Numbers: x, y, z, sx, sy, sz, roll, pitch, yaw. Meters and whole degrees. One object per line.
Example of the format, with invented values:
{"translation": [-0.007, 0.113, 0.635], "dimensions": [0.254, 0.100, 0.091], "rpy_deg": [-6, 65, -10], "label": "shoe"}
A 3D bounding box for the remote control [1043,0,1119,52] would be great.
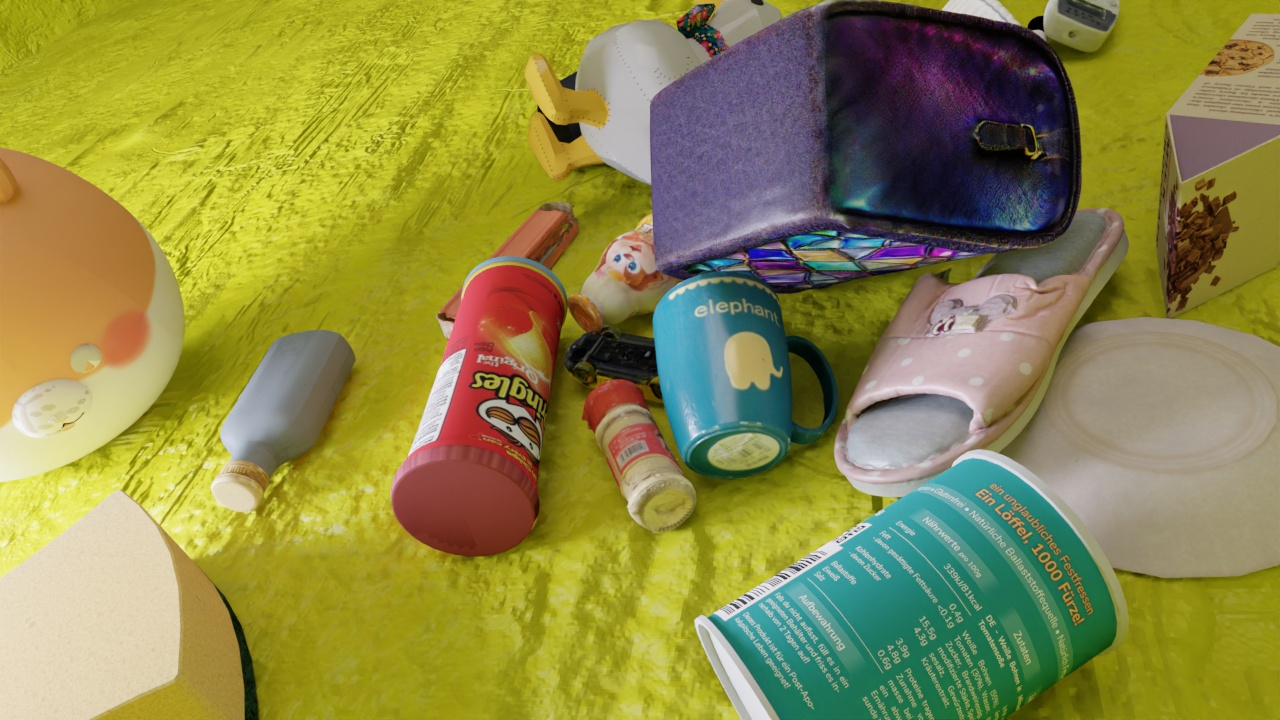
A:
{"translation": [0.401, -0.319, 0.833], "dimensions": [0.060, 0.028, 0.114], "rpy_deg": [28, 50, 10], "label": "remote control"}

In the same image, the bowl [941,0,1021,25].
{"translation": [0.267, -0.234, 0.748], "dimensions": [0.062, 0.115, 0.115], "rpy_deg": [-35, 37, 5], "label": "bowl"}

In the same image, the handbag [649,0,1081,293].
{"translation": [0.134, -0.115, 0.566], "dimensions": [0.221, 0.125, 0.205], "rpy_deg": [1, -5, -32], "label": "handbag"}

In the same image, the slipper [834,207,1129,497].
{"translation": [0.198, -0.023, 0.533], "dimensions": [0.273, 0.054, 0.114], "rpy_deg": [-43, 22, -32], "label": "slipper"}

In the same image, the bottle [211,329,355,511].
{"translation": [-0.277, 0.044, 0.701], "dimensions": [0.072, 0.046, 0.160], "rpy_deg": [-10, 39, 14], "label": "bottle"}

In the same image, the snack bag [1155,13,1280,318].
{"translation": [0.371, -0.122, 0.565], "dimensions": [0.070, 0.094, 0.205], "rpy_deg": [22, 54, 42], "label": "snack bag"}

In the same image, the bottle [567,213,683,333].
{"translation": [-0.005, -0.063, 0.693], "dimensions": [0.108, 0.063, 0.063], "rpy_deg": [-40, 42, -24], "label": "bottle"}

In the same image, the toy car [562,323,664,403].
{"translation": [-0.004, 0.004, 0.636], "dimensions": [0.107, 0.030, 0.049], "rpy_deg": [13, 49, 27], "label": "toy car"}

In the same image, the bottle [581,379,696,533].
{"translation": [-0.002, 0.056, 0.562], "dimensions": [0.044, 0.044, 0.109], "rpy_deg": [-24, 38, -5], "label": "bottle"}

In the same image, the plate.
{"translation": [0.270, 0.029, 0.482], "dimensions": [0.189, 0.027, 0.188], "rpy_deg": [-13, 38, 10], "label": "plate"}

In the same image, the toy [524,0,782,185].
{"translation": [0.031, -0.242, 0.828], "dimensions": [0.267, 0.141, 0.246], "rpy_deg": [-20, 65, -15], "label": "toy"}

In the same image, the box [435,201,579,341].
{"translation": [-0.109, -0.079, 0.778], "dimensions": [0.058, 0.053, 0.186], "rpy_deg": [-30, 21, 46], "label": "box"}

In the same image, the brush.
{"translation": [-0.357, 0.207, 0.513], "dimensions": [0.249, 0.075, 0.195], "rpy_deg": [-35, 40, -18], "label": "brush"}

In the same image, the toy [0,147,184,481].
{"translation": [-0.517, -0.040, 0.731], "dimensions": [0.262, 0.281, 0.265], "rpy_deg": [-37, 68, -20], "label": "toy"}

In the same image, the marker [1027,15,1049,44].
{"translation": [0.349, -0.273, 0.820], "dimensions": [0.025, 0.025, 0.125], "rpy_deg": [6, 45, 30], "label": "marker"}

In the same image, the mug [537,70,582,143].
{"translation": [-0.054, -0.255, 0.941], "dimensions": [0.094, 0.085, 0.122], "rpy_deg": [-34, 24, -18], "label": "mug"}

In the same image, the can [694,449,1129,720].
{"translation": [0.110, 0.116, 0.389], "dimensions": [0.143, 0.099, 0.099], "rpy_deg": [-29, 38, -11], "label": "can"}

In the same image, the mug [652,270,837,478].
{"translation": [0.066, 0.014, 0.557], "dimensions": [0.112, 0.085, 0.104], "rpy_deg": [6, 53, -14], "label": "mug"}

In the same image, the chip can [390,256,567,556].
{"translation": [-0.099, 0.021, 0.615], "dimensions": [0.087, 0.087, 0.212], "rpy_deg": [-11, 37, 12], "label": "chip can"}
